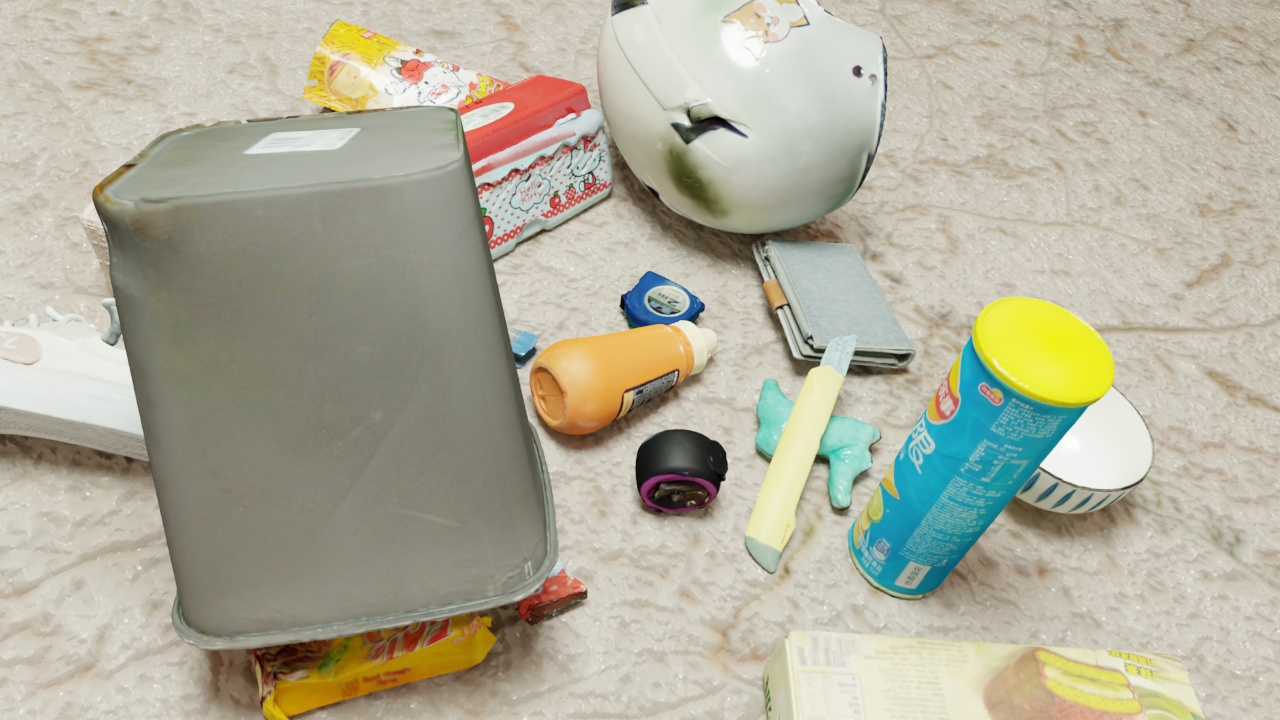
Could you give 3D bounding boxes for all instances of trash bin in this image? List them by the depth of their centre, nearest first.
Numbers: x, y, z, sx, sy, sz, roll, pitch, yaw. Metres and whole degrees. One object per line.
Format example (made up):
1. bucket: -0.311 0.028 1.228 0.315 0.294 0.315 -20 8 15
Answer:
1. trash bin: -0.155 -0.005 0.478 0.199 0.220 0.198 -8 26 -8

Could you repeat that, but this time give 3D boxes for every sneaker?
1. sneaker: -0.370 -0.002 0.558 0.242 0.090 0.090 11 64 -6

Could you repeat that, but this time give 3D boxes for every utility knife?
1. utility knife: 0.111 0.055 0.623 0.031 0.019 0.182 22 73 9

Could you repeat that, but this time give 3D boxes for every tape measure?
1. tape measure: 0.025 0.074 0.596 0.058 0.057 0.039 12 49 -13
2. tape measure: 0.015 -0.040 0.714 0.058 0.025 0.054 28 52 18

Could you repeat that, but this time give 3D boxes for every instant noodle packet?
1. instant noodle packet: -0.156 0.134 0.519 0.128 0.044 0.110 -13 58 -22

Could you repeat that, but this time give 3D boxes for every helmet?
1. helmet: 0.053 -0.213 0.749 0.156 0.231 0.274 -36 76 -26

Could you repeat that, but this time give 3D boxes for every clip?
1. clip: -0.104 -0.017 0.677 0.058 0.037 0.025 28 52 10

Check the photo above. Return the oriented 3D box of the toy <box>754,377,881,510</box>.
1. toy: 0.125 0.059 0.649 0.092 0.030 0.096 11 54 1

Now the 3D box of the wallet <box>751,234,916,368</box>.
1. wallet: 0.149 -0.047 0.739 0.106 0.037 0.129 3 45 -20

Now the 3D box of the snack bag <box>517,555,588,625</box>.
1. snack bag: -0.072 0.111 0.565 0.045 0.026 0.105 -22 56 -16

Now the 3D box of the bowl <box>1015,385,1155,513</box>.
1. bowl: 0.291 0.061 0.654 0.116 0.066 0.116 6 49 -7

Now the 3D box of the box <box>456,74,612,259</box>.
1. box: -0.122 -0.152 0.753 0.094 0.100 0.200 25 47 39

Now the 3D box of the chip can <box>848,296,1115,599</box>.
1. chip can: 0.188 0.060 0.537 0.071 0.211 0.071 5 49 -6

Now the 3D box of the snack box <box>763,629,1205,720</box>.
1. snack box: 0.191 0.218 0.501 0.240 0.063 0.114 5 49 -7

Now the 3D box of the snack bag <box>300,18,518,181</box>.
1. snack bag: -0.184 -0.230 0.823 0.208 0.073 0.128 19 48 -4

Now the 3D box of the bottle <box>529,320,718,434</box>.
1. bottle: -0.004 0.004 0.652 0.149 0.067 0.066 -19 55 -34

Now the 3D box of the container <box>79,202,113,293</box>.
1. container: -0.312 -0.083 0.646 0.111 0.090 0.090 14 48 5
